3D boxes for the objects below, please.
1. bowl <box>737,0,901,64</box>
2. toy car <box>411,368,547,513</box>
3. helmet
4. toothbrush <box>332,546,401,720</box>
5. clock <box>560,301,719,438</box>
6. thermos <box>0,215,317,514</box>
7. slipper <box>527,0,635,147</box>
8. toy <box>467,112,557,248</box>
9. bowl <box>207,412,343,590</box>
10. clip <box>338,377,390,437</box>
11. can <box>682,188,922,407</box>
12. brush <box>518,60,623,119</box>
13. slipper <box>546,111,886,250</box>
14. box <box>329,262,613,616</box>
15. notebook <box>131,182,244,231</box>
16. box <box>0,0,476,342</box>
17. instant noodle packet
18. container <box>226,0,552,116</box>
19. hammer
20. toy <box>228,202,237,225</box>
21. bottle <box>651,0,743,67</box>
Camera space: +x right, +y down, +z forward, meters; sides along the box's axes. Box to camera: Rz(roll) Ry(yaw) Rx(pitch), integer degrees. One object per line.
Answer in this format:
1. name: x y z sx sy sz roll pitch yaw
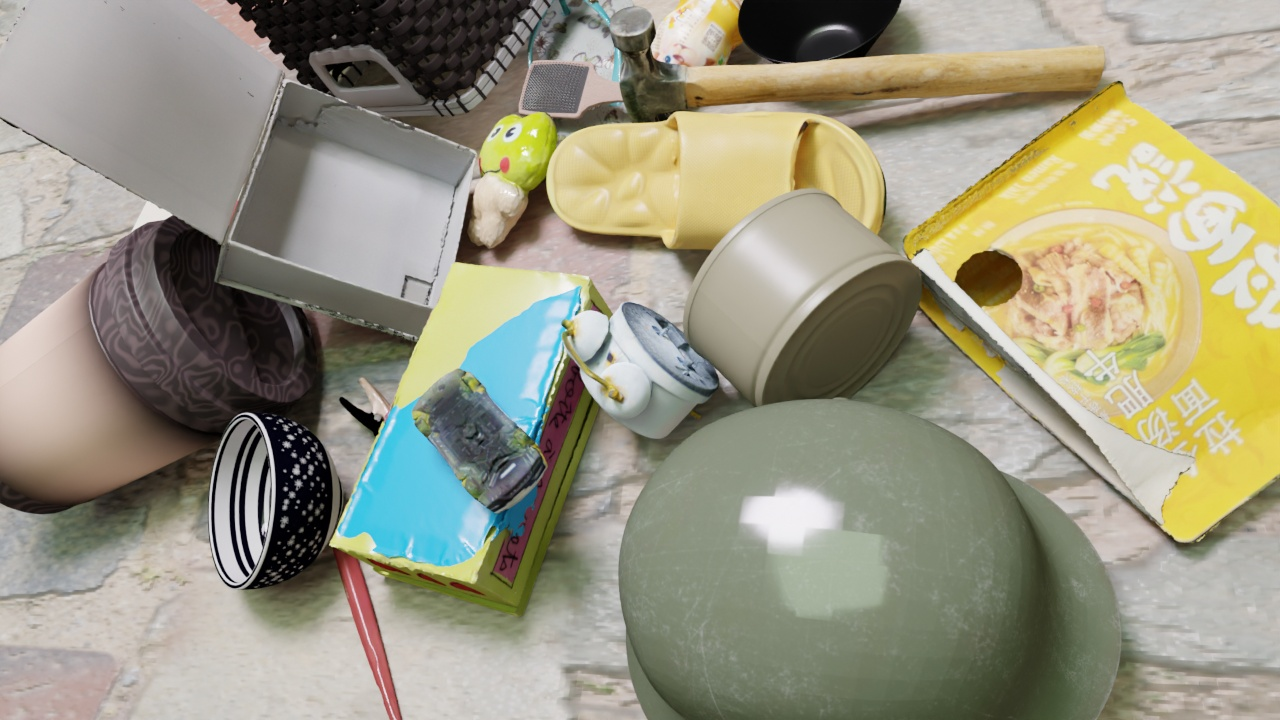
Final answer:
1. bowl: 0.142 -0.258 0.714 0.124 0.052 0.123 -10 58 16
2. toy car: -0.096 0.048 0.554 0.048 0.033 0.105 -45 53 -5
3. helmet: 0.094 0.109 0.459 0.268 0.154 0.226 1 62 22
4. toothbrush: -0.176 0.192 0.601 0.016 0.016 0.189 -33 55 2
5. clock: -0.003 0.003 0.583 0.057 0.117 0.083 -49 53 19
6. thermos: -0.395 0.012 0.709 0.226 0.172 0.172 -28 55 11
7. slipper: -0.047 -0.260 0.792 0.098 0.055 0.268 -15 59 10
8. toy: -0.110 -0.147 0.748 0.092 0.043 0.117 15 82 52
9. bowl: -0.250 0.098 0.648 0.120 0.066 0.120 -8 79 46
10. clip: -0.208 0.044 0.696 0.045 0.025 0.061 -39 59 -4
11. can: 0.098 -0.030 0.555 0.127 0.128 0.073 -40 57 -4
12. brush: -0.040 -0.219 0.741 0.136 0.015 0.050 11 83 26
13. slipper: 0.037 -0.128 0.647 0.264 0.078 0.099 8 97 30
14. box: -0.105 0.048 0.624 0.124 0.079 0.220 6 66 24
15. notebook: -0.415 -0.113 0.876 0.209 0.012 0.152 -2 60 20
16. box: -0.309 -0.163 0.641 0.109 0.418 0.165 -27 49 43
17. instant noodle packet: 0.284 -0.030 0.520 0.163 0.084 0.221 -37 61 0
18. container: -0.230 -0.387 0.788 0.248 0.243 0.245 12 66 42
19. hammer: 0.150 -0.199 0.656 0.331 0.132 0.033 1 60 10
20. toy: -0.356 -0.111 0.817 0.092 0.045 0.135 23 78 27
21. bottle: 0.037 -0.249 0.746 0.063 0.063 0.109 40 94 34
